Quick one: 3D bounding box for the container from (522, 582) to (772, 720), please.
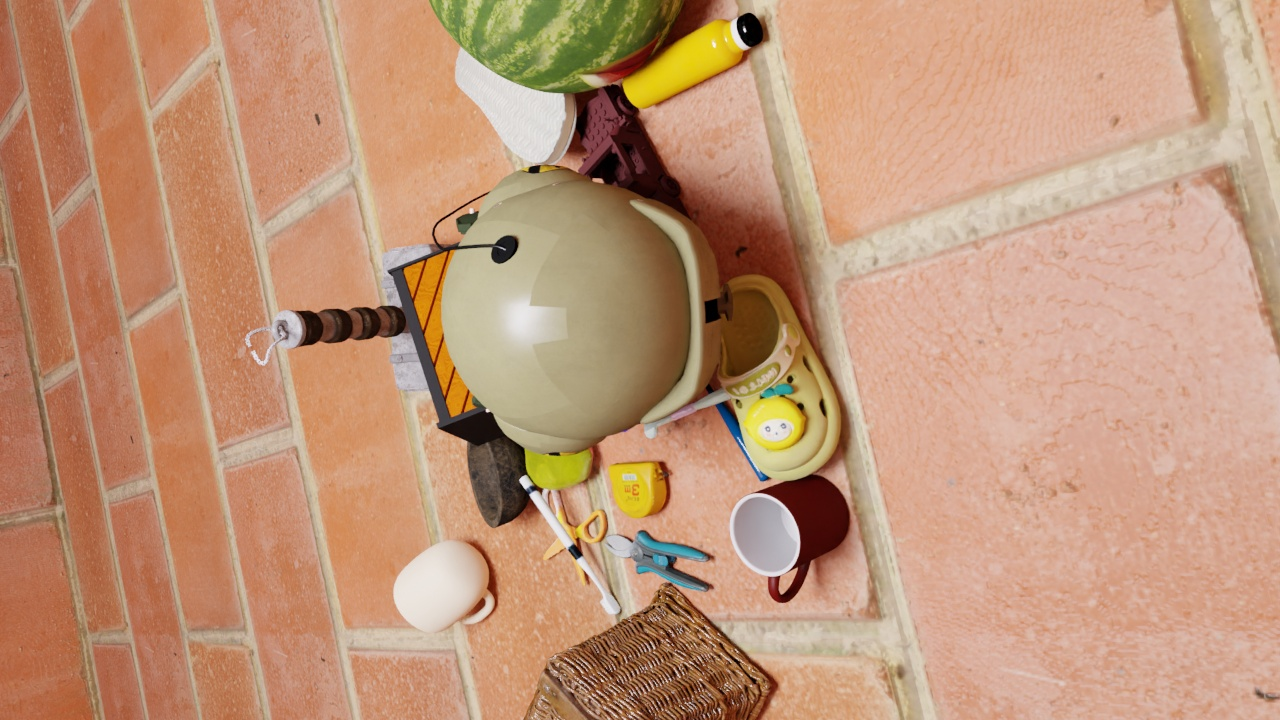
[{"bbox_3d":[-0.021,0.386,0.920,0.162,0.182,0.250,37,119,35],"label":"container"}]

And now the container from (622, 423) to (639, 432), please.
[{"bbox_3d":[-0.006,0.005,0.935,0.096,0.058,0.114,-41,69,38],"label":"container"}]

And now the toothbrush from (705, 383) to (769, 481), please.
[{"bbox_3d":[0.079,0.044,0.894,0.014,0.014,0.167,-41,70,28],"label":"toothbrush"}]

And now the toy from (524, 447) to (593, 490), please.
[{"bbox_3d":[-0.097,0.091,1.036,0.090,0.051,0.110,-21,81,40],"label":"toy"}]

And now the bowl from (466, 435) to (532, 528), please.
[{"bbox_3d":[-0.160,0.133,1.091,0.121,0.056,0.121,33,127,56],"label":"bowl"}]

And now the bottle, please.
[{"bbox_3d":[0.048,-0.280,0.854,0.144,0.043,0.043,-13,87,43],"label":"bottle"}]

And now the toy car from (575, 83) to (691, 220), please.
[{"bbox_3d":[-0.020,-0.193,0.916,0.070,0.061,0.169,-39,70,38],"label":"toy car"}]

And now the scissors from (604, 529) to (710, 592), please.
[{"bbox_3d":[0.018,0.204,0.972,0.133,0.019,0.146,55,129,25],"label":"scissors"}]

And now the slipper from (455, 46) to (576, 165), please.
[{"bbox_3d":[-0.134,-0.294,1.011,0.263,0.052,0.115,48,125,41],"label":"slipper"}]

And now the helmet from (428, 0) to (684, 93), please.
[{"bbox_3d":[-0.074,-0.366,0.832,0.248,0.212,0.243,-42,86,26],"label":"helmet"}]

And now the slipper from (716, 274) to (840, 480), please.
[{"bbox_3d":[0.112,0.011,0.806,0.092,0.081,0.190,-21,78,18],"label":"slipper"}]

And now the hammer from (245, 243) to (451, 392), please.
[{"bbox_3d":[-0.305,-0.043,1.024,0.080,0.325,0.177,-4,94,25],"label":"hammer"}]

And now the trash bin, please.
[{"bbox_3d":[-0.152,-0.023,0.966,0.140,0.140,0.171,-21,76,2],"label":"trash bin"}]

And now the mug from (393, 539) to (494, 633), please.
[{"bbox_3d":[-0.238,0.289,1.171,0.120,0.096,0.100,42,118,-15],"label":"mug"}]

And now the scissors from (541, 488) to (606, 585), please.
[{"bbox_3d":[-0.084,0.197,1.067,0.126,0.011,0.131,-46,64,35],"label":"scissors"}]

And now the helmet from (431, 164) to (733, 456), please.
[{"bbox_3d":[-0.040,-0.042,0.781,0.233,0.255,0.250,5,101,46],"label":"helmet"}]

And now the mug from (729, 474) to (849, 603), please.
[{"bbox_3d":[0.133,0.161,0.815,0.073,0.082,0.106,3,99,42],"label":"mug"}]

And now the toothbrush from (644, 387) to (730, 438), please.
[{"bbox_3d":[0.067,0.039,0.883,0.155,0.015,0.022,-27,45,28],"label":"toothbrush"}]

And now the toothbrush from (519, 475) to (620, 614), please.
[{"bbox_3d":[-0.081,0.209,1.034,0.017,0.012,0.187,-37,87,42],"label":"toothbrush"}]

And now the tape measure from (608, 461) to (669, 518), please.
[{"bbox_3d":[0.001,0.136,0.968,0.068,0.030,0.059,-9,90,45],"label":"tape measure"}]
